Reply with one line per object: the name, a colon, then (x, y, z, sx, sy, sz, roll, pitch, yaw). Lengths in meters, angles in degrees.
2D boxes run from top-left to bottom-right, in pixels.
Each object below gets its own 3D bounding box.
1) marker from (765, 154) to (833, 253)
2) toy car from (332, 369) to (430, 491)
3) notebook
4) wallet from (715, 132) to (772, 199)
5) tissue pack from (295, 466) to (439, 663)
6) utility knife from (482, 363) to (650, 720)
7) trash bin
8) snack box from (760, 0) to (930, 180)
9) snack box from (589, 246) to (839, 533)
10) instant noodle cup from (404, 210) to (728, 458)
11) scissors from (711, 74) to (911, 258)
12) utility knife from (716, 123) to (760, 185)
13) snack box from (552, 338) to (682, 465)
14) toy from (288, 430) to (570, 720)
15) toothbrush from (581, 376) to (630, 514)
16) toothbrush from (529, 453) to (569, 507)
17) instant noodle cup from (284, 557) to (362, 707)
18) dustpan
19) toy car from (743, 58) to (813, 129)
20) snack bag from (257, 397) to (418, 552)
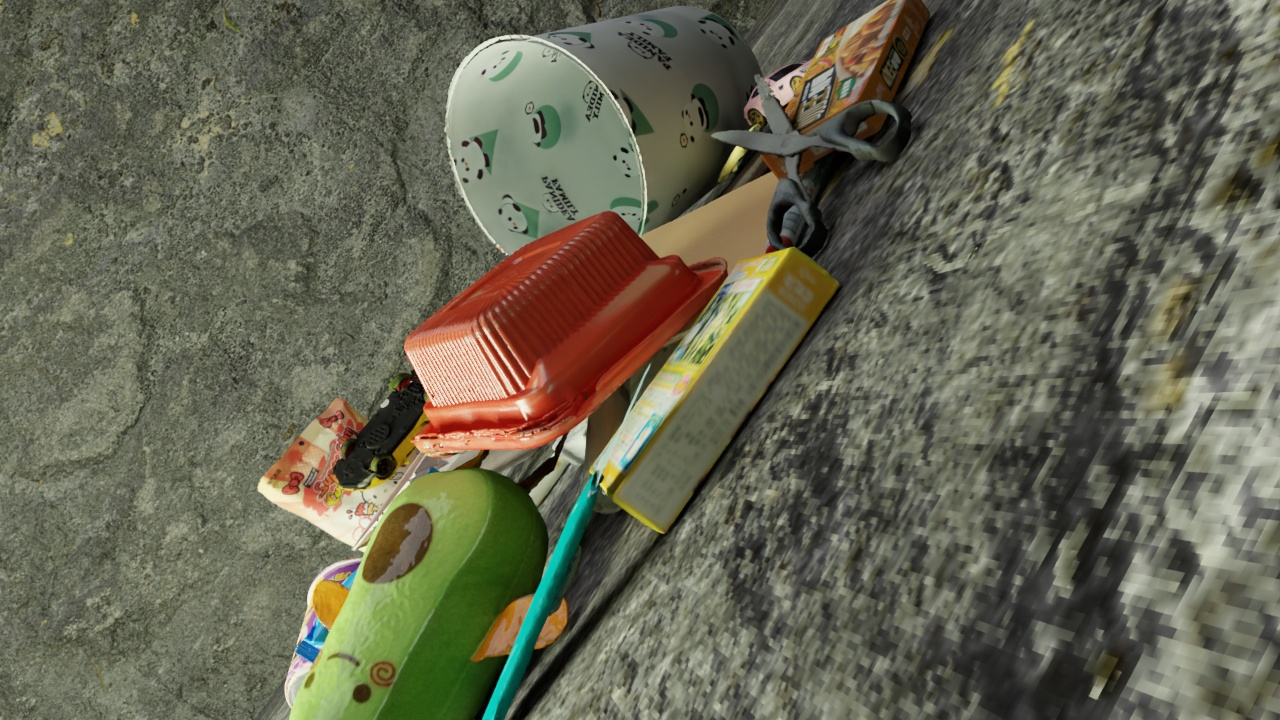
marker: (0.103, -0.108, 0.569, 0.017, 0.017, 0.144, -44, 14, 48)
toy car: (-0.246, 0.069, 0.922, 0.071, 0.041, 0.155, 15, 59, 39)
notebook: (0.036, -0.064, 0.617, 0.148, 0.008, 0.207, -23, 24, 29)
wallet: (0.097, -0.167, 0.823, 0.122, 0.020, 0.096, -51, 9, 5)
tissue pack: (-0.151, 0.159, 0.632, 0.157, 0.095, 0.052, -55, 10, -18)
utility knife: (-0.035, 0.094, 0.409, 0.029, 0.013, 0.205, -82, 15, -79)
trash bin: (-0.018, -0.225, 0.888, 0.251, 0.229, 0.230, -39, -3, -42)
snack box: (0.133, -0.178, 0.587, 0.075, 0.026, 0.153, -22, 30, 45)
snack box: (0.031, 0.011, 0.444, 0.140, 0.033, 0.087, -56, 9, -4)
instant noodle cup: (-0.057, -0.018, 0.534, 0.164, 0.079, 0.189, -45, 21, -32)
scissors: (0.088, -0.121, 0.527, 0.175, 0.014, 0.159, -14, 54, 51)
utility knife: (0.084, -0.180, 0.801, 0.031, 0.018, 0.165, -56, -3, -2)
snack box: (-0.004, 0.004, 0.671, 0.156, 0.027, 0.085, -58, 10, -19)
toy: (-0.117, 0.133, 0.516, 0.228, 0.090, 0.246, -13, 44, 44)
toothbrush: (-0.019, 0.017, 0.583, 0.026, 0.027, 0.220, -16, 29, 9)
toothbrush: (-0.041, 0.048, 0.734, 0.191, 0.016, 0.018, -54, -2, -2)
instant noodle cup: (-0.221, 0.227, 0.716, 0.112, 0.111, 0.099, -50, 17, 25)
dustpan: (-0.170, 0.039, 0.871, 0.272, 0.139, 0.223, -24, -12, -41)
toy car: (0.130, -0.237, 0.787, 0.056, 0.037, 0.123, -36, 8, -22)
snack bag: (-0.269, 0.139, 0.950, 0.128, 0.208, 0.073, -58, 4, -31)
